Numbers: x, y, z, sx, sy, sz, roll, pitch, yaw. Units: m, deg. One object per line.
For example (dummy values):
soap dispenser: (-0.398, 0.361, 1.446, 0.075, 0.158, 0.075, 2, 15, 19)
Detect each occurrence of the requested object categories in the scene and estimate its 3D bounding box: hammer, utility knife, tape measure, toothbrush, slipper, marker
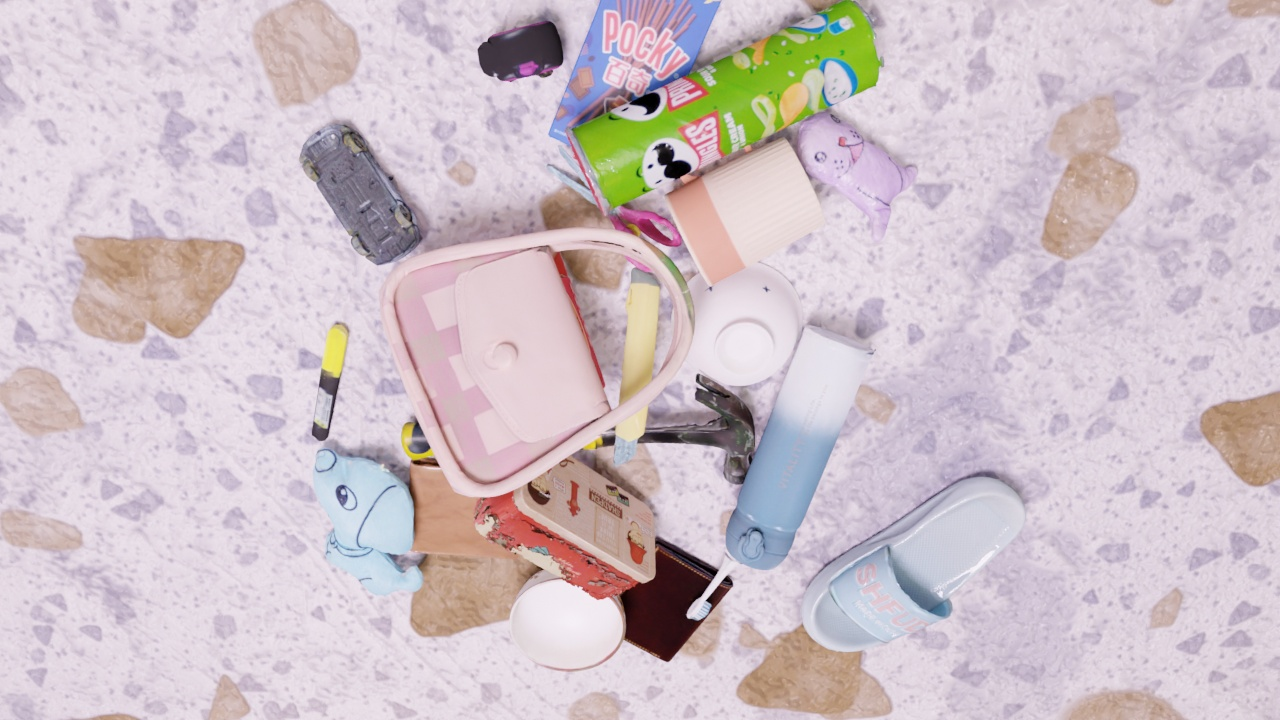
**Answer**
hammer: (-0.058, 0.067, 0.838, 0.323, 0.031, 0.126, -1, 135, 5)
utility knife: (-0.005, 0.005, 0.784, 0.031, 0.019, 0.173, 5, 75, 11)
tape measure: (-0.088, -0.234, 0.702, 0.058, 0.056, 0.039, -6, 112, 21)
toothbrush: (0.108, 0.167, 0.885, 0.026, 0.026, 0.221, 28, 105, -19)
slipper: (0.270, 0.210, 0.891, 0.246, 0.074, 0.104, -42, 108, 15)
marker: (-0.286, 0.022, 0.843, 0.018, 0.015, 0.124, 16, 116, -6)

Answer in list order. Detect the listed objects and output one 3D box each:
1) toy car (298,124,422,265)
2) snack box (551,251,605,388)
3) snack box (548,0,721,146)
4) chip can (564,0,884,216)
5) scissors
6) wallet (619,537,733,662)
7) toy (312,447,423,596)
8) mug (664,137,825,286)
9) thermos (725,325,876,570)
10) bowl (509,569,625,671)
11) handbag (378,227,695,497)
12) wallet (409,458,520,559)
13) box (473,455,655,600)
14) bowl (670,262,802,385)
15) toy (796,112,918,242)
toy car: (-0.230, -0.137, 0.760, 0.054, 0.036, 0.120, -31, 100, 14)
snack box: (-0.104, -0.018, 0.785, 0.113, 0.044, 0.127, -18, 92, 8)
snack box: (-0.005, -0.233, 0.719, 0.084, 0.026, 0.157, 21, 113, -10)
chip can: (0.063, -0.191, 0.692, 0.236, 0.072, 0.072, -25, 112, 0)
scissors: (-0.020, -0.128, 0.750, 0.137, 0.017, 0.096, 49, 149, -20)
wallet: (0.023, 0.248, 0.939, 0.096, 0.020, 0.122, 31, 111, -10)
toy: (-0.260, 0.155, 0.880, 0.161, 0.049, 0.157, 43, 120, -6)
mug: (0.078, -0.134, 0.742, 0.106, 0.081, 0.114, -26, 82, 9)
thermos: (0.137, 0.080, 0.816, 0.070, 0.070, 0.221, 18, 101, -8)
bowl: (-0.071, 0.247, 0.915, 0.113, 0.062, 0.113, 0, 113, 0)
handbag: (-0.071, -0.014, 0.724, 0.234, 0.093, 0.193, -22, 91, -1)
wallet: (-0.170, 0.147, 0.895, 0.115, 0.020, 0.101, 8, 115, -5)
box: (-0.071, 0.150, 0.836, 0.079, 0.091, 0.168, -34, 125, 29)
bowl: (0.086, -0.021, 0.793, 0.118, 0.064, 0.118, 0, 114, 1)
toy: (0.169, -0.154, 0.738, 0.108, 0.083, 0.039, 36, 154, -14)
